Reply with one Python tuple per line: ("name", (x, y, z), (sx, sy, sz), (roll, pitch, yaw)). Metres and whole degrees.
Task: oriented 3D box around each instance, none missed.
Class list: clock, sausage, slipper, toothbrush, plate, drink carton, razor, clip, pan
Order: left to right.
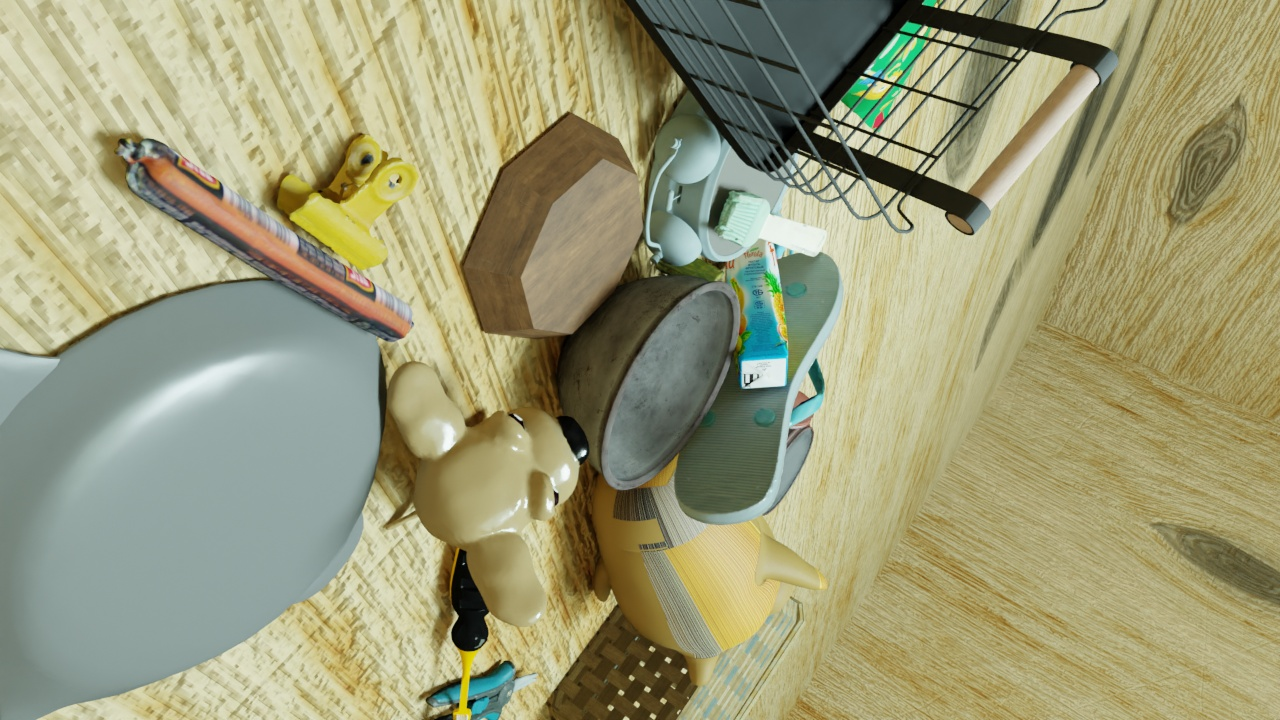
("pan", (-0.186, 0.032, 0.323), (0.216, 0.024, 0.355), (-54, 154, -15))
("sausage", (-0.131, -0.038, 0.346), (0.020, 0.020, 0.155), (-58, 150, -6))
("clip", (-0.107, -0.062, 0.360), (0.047, 0.039, 0.053), (-51, 153, -4))
("toothbrush", (-0.112, 0.179, 0.603), (0.030, 0.031, 0.197), (-105, -158, -60))
("plate", (-0.039, -0.064, 0.497), (0.131, 0.025, 0.131), (-43, 150, -33))
("razor", (0.029, -0.035, 0.655), (0.026, 0.042, 0.106), (-54, 166, -32))
("clock", (0.050, -0.120, 0.584), (0.158, 0.045, 0.123), (-38, 147, -44))
("drink carton", (0.083, -0.041, 0.666), (0.044, 0.038, 0.128), (80, 6, -53))
("slipper", (0.087, 0.019, 0.688), (0.267, 0.098, 0.055), (-63, 147, -39))
("clock", (0.113, 0.084, 0.889), (0.120, 0.072, 0.158), (-49, 154, -23))

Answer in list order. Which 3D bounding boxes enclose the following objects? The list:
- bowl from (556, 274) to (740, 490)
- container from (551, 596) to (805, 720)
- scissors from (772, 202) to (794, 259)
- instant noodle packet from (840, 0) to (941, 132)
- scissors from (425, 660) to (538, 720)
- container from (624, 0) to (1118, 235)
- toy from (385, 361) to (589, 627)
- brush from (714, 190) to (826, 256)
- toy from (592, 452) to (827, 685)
("bowl", (-0.004, 0.004, 0.587), (0.144, 0.067, 0.145), (-43, 150, -33))
("container", (0.043, 0.314, 0.912), (0.249, 0.158, 0.186), (-51, 143, -20))
("scissors", (0.108, -0.105, 0.757), (0.063, 0.015, 0.139), (-43, 144, -25))
("instant noodle packet", (0.141, -0.256, 0.554), (0.252, 0.090, 0.196), (-2, 118, -55))
("scissors", (-0.122, 0.259, 0.690), (0.137, 0.019, 0.129), (-48, 147, -37))
("container", (0.096, -0.184, 0.401), (0.163, 0.130, 0.241), (-49, 134, -1))
("toy", (-0.080, 0.063, 0.475), (0.105, 0.134, 0.108), (-26, 179, -20))
("brush", (0.099, -0.090, 0.643), (0.217, 0.012, 0.033), (-3, 119, -64))
("toy", (0.033, 0.134, 0.726), (0.162, 0.199, 0.203), (-76, 150, -43))
